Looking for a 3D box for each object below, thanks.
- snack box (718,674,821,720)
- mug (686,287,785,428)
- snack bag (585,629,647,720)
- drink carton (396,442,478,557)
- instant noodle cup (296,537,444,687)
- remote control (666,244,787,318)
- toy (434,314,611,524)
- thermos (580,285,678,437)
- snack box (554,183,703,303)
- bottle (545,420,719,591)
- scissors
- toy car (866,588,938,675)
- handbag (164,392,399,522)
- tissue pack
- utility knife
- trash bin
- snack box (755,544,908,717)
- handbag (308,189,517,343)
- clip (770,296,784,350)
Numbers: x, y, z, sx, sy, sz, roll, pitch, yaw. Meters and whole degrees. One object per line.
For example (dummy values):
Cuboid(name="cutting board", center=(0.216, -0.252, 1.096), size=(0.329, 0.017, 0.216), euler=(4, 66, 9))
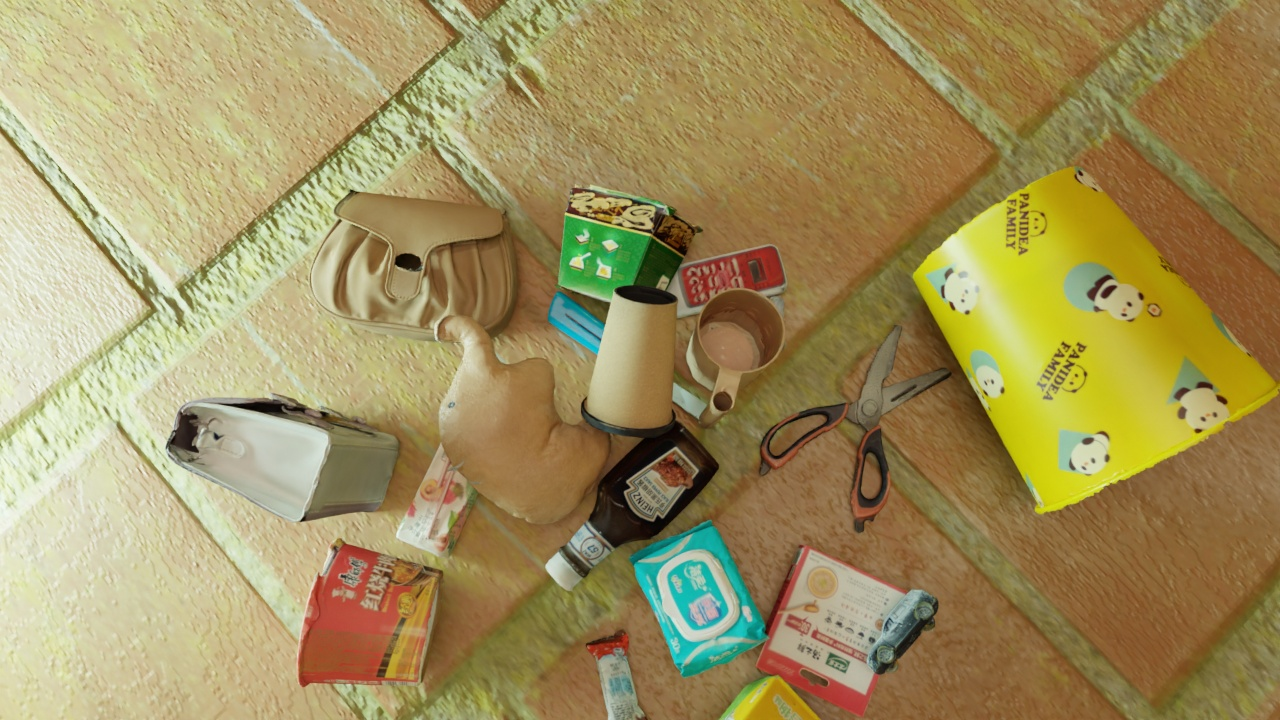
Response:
Cuboid(name="snack box", center=(0.139, 0.417, 0.824), size=(0.210, 0.070, 0.157), euler=(45, 53, 8))
Cuboid(name="mug", center=(0.086, 0.002, 0.905), size=(0.084, 0.104, 0.124), euler=(15, 75, -1))
Cuboid(name="snack bag", center=(-0.022, 0.320, 0.899), size=(0.045, 0.026, 0.105), euler=(-13, 81, -10))
Cuboid(name="drink carton", center=(-0.194, 0.133, 0.925), size=(0.053, 0.045, 0.122), euler=(23, 81, 6))
Cuboid(name="instant noodle cup", center=(-0.250, 0.247, 0.870), size=(0.108, 0.138, 0.137), euler=(11, 80, -6))
Cuboid(name="remote control", center=(0.085, -0.083, 0.968), size=(0.136, 0.020, 0.056), euler=(-13, 81, -1))
Cuboid(name="toy", center=(-0.131, 0.059, 0.888), size=(0.226, 0.083, 0.143), euler=(48, 60, -15))
Cuboid(name="thermos", center=(-0.005, 0.005, 0.870), size=(0.093, 0.093, 0.143), euler=(9, 109, 3))
Cuboid(name="snack box", center=(-0.016, -0.107, 0.927), size=(0.118, 0.118, 0.105), euler=(17, 92, 23))
Cuboid(name="bottle", center=(-0.013, 0.148, 0.912), size=(0.194, 0.044, 0.080), euler=(-44, 108, -5))
Cuboid(name="scissors", center=(0.221, 0.065, 0.943), size=(0.189, 0.015, 0.226), euler=(7, 80, 3))
Cuboid(name="toy car", center=(0.242, 0.252, 0.853), size=(0.090, 0.043, 0.034), euler=(-46, 57, -11))
Cuboid(name="handbag", center=(-0.326, 0.086, 0.860), size=(0.145, 0.197, 0.098), euler=(14, 83, 3))
Cuboid(name="tissue pack", center=(0.055, 0.228, 0.885), size=(0.093, 0.050, 0.133), euler=(-26, 59, -2))
Cuboid(name="utility knife", center=(-0.009, 0.000, 0.958), size=(0.214, 0.018, 0.034), euler=(35, 82, 5))
Cuboid(name="trash bin", center=(0.403, -0.024, 0.856), size=(0.229, 0.230, 0.255), euler=(-28, 76, -4))
Cuboid(name="snack box", center=(0.185, 0.261, 0.895), size=(0.113, 0.044, 0.127), euler=(25, 81, 4))
Cuboid(name="handbag", center=(-0.228, -0.096, 0.937), size=(0.204, 0.100, 0.147), euler=(6, 83, -2))
Cuboid(name="clip", center=(0.141, -0.038, 0.960), size=(0.025, 0.032, 0.057), euler=(7, 84, 4))
